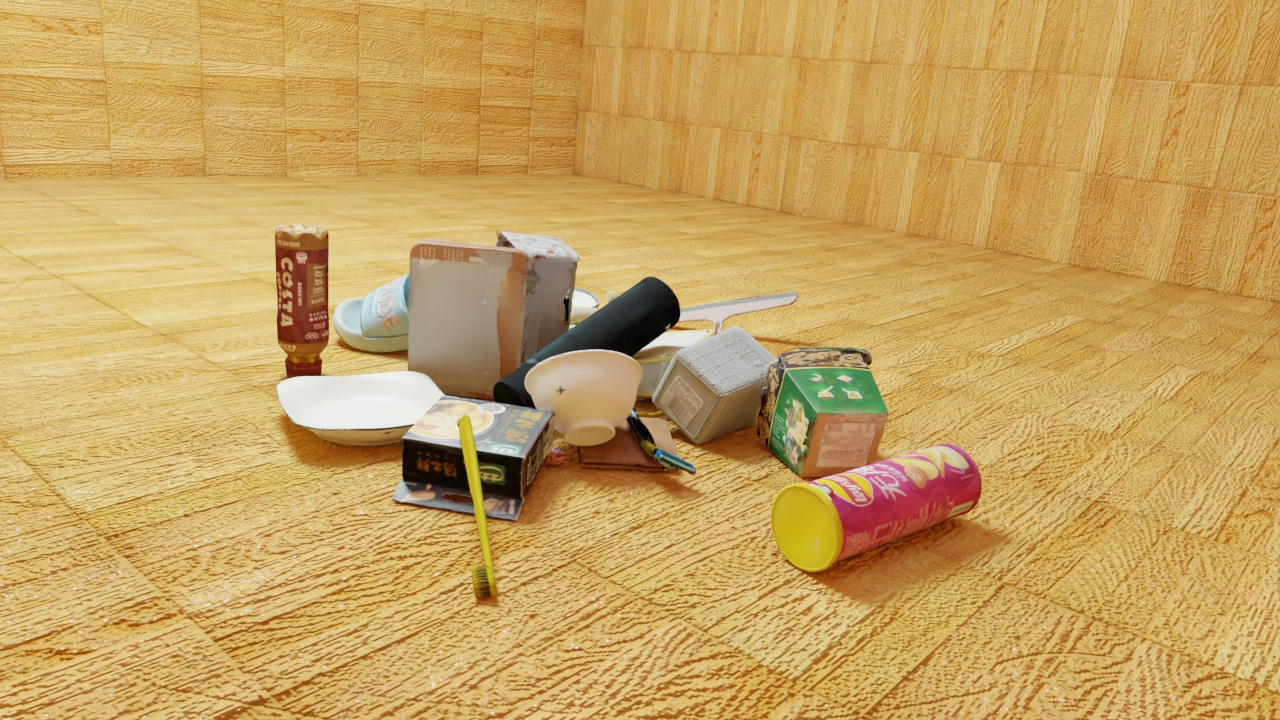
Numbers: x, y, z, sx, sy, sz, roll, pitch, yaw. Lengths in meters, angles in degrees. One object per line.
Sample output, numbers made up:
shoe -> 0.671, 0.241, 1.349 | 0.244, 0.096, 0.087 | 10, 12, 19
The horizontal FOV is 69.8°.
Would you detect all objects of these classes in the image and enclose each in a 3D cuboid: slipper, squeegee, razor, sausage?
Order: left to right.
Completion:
slipper -> -0.288, -0.069, 1.200 | 0.245, 0.074, 0.103 | -6, 37, 6
sausage -> -0.142, 0.086, 0.895 | 0.156, 0.020, 0.020 | 7, 17, 6
razor -> 0.008, 0.079, 0.914 | 0.042, 0.022, 0.142 | 29, 8, -29
squeegee -> 0.106, -0.031, 1.339 | 0.248, 0.040, 0.249 | -7, 19, 13

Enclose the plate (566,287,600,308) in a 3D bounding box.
plate -> -0.191, -0.067, 1.325 | 0.265, 0.034, 0.162 | -7, 21, -18

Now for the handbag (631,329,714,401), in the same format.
handbag -> -0.007, 0.007, 1.158 | 0.179, 0.063, 0.163 | 0, 12, 28

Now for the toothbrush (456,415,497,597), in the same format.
toothbrush -> -0.132, 0.109, 0.723 | 0.016, 0.016, 0.190 | -7, 39, -12

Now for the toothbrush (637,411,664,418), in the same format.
toothbrush -> 0.053, 0.055, 1.074 | 0.191, 0.016, 0.018 | -10, 14, -41

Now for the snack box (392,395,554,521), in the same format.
snack box -> -0.147, 0.083, 0.827 | 0.113, 0.053, 0.125 | 8, 20, 6

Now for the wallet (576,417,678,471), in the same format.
wallet -> -0.016, 0.084, 0.946 | 0.101, 0.020, 0.115 | 4, 19, -7

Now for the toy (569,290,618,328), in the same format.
toy -> -0.042, -0.044, 1.277 | 0.157, 0.066, 0.105 | 3, 54, -41

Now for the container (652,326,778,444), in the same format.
container -> 0.084, 0.029, 1.011 | 0.090, 0.090, 0.114 | 43, 36, 24

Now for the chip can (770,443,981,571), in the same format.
chip can -> 0.209, 0.123, 0.796 | 0.210, 0.071, 0.071 | -8, 21, -39

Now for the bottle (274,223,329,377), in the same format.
bottle -> -0.387, -0.066, 1.052 | 0.057, 0.175, 0.057 | 5, 17, -2

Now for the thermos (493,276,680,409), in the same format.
thermos -> -0.063, -0.010, 1.042 | 0.241, 0.068, 0.090 | -36, 9, -34

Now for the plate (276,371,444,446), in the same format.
plate -> -0.280, 0.052, 0.939 | 0.163, 0.034, 0.164 | -4, 19, -29

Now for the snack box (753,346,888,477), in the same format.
snack box -> 0.195, 0.062, 0.953 | 0.117, 0.118, 0.105 | 1, 30, -15

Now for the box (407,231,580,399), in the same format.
box -> -0.185, -0.055, 1.084 | 0.192, 0.183, 0.156 | 3, 16, -18

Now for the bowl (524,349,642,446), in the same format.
bowl -> -0.052, 0.045, 0.900 | 0.118, 0.119, 0.064 | 0, 62, -17
